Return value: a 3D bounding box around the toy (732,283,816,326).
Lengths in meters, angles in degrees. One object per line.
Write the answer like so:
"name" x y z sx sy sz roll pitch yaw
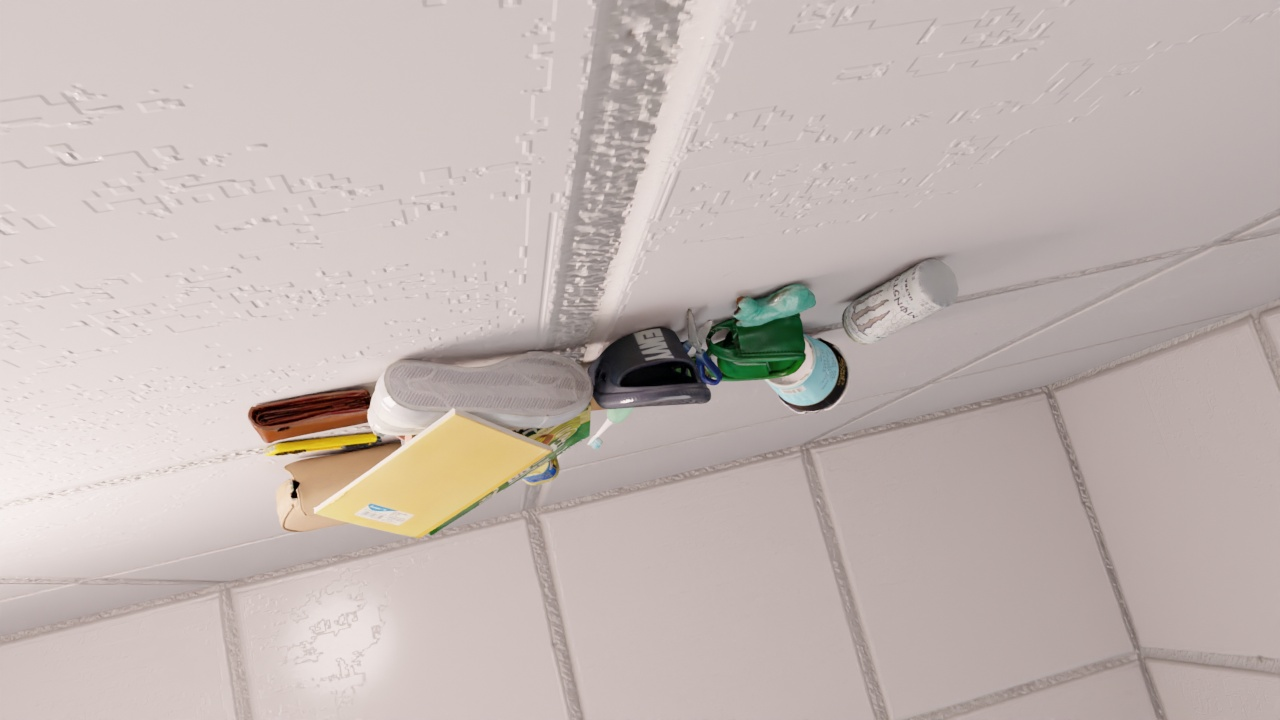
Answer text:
"toy" 0.139 -0.059 0.983 0.092 0.030 0.096 -20 161 18

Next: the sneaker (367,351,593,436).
"sneaker" -0.164 0.047 0.953 0.241 0.089 0.091 -1 147 -36

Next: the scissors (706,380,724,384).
"scissors" 0.052 0.040 1.363 0.220 0.021 0.235 -11 167 -14

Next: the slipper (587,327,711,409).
"slipper" -0.006 0.006 1.027 0.110 0.083 0.268 -5 -176 -15

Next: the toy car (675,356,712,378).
"toy car" 0.059 0.019 1.233 0.091 0.036 0.043 -15 170 -4

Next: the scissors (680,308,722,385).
"scissors" 0.054 -0.021 1.043 0.140 0.012 0.171 18 155 39

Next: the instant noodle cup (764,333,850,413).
"instant noodle cup" 0.214 0.009 1.238 0.111 0.111 0.120 -19 159 23

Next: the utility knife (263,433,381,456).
"utility knife" -0.395 0.107 1.155 0.153 0.015 0.033 -4 162 -42

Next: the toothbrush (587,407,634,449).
"toothbrush" -0.020 0.058 1.210 0.225 0.027 0.026 -49 -179 45

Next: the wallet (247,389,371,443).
"wallet" -0.341 0.060 0.966 0.124 0.032 0.101 -10 170 -14

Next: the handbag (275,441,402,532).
"handbag" -0.399 0.172 1.275 0.204 0.099 0.148 -9 160 -23

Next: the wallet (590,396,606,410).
"wallet" -0.055 0.045 1.238 0.115 0.033 0.090 -5 162 -36

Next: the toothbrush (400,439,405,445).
"toothbrush" -0.214 0.087 1.250 0.221 0.027 0.026 -13 -148 -5

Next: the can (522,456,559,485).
"can" -0.155 0.121 1.300 0.057 0.102 0.083 -14 167 0

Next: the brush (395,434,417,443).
"brush" -0.266 0.085 1.108 0.073 0.063 0.146 16 166 1

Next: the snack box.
"snack box" -0.172 0.108 1.095 0.239 0.063 0.115 -32 162 -17

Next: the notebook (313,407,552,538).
"notebook" -0.213 0.124 0.950 0.207 0.010 0.145 -34 144 22

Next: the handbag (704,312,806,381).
"handbag" 0.135 -0.018 1.100 0.120 0.068 0.131 -6 170 -1

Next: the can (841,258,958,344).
"can" 0.299 -0.066 1.068 0.058 0.058 0.147 -9 167 -26
